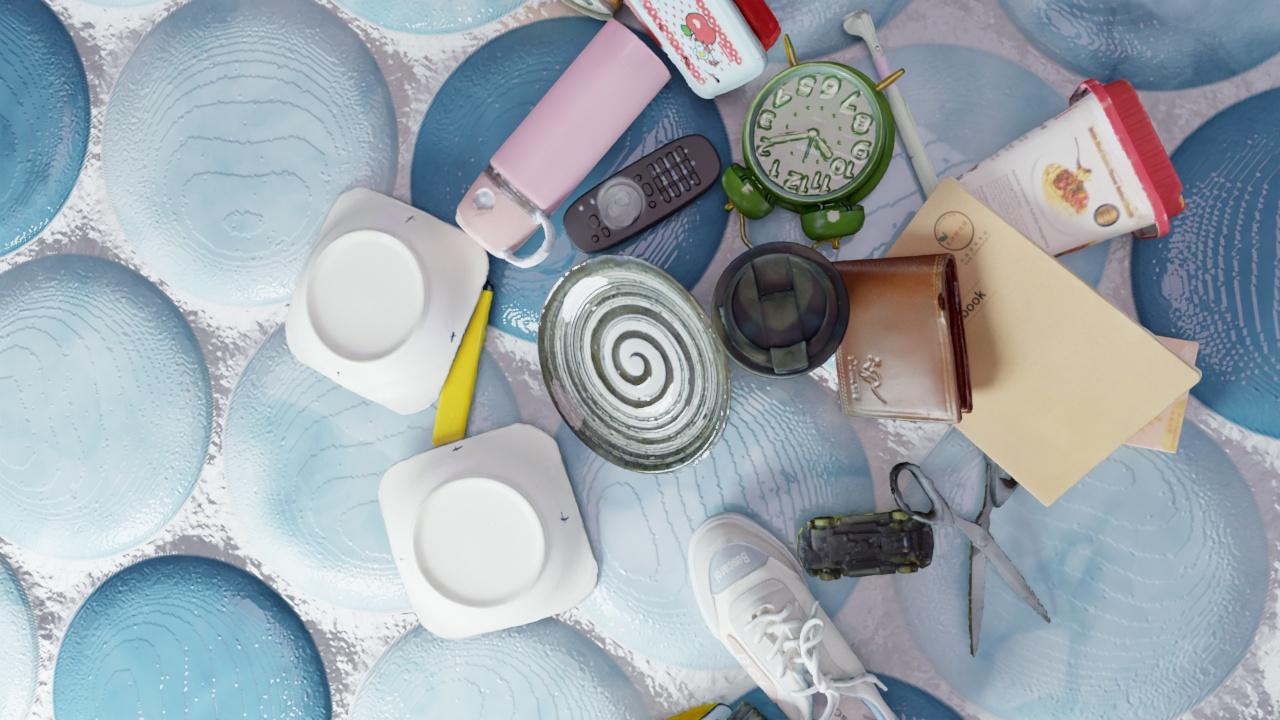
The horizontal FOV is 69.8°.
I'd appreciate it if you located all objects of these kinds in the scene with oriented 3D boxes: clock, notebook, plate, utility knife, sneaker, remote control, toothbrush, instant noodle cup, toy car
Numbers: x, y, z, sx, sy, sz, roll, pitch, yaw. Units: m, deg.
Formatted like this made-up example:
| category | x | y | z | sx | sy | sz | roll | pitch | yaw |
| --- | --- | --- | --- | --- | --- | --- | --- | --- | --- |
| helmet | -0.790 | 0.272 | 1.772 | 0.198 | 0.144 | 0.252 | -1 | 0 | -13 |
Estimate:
| category | x | y | z | sx | sy | sz | roll | pitch | yaw |
| --- | --- | --- | --- | --- | --- | --- | --- | --- | --- |
| clock | 0.126 | -0.153 | 0.696 | 0.116 | 0.056 | 0.161 | 21 | 102 | 13 |
| notebook | 0.254 | -0.011 | 0.651 | 0.207 | 0.008 | 0.148 | 44 | 131 | 16 |
| plate | -0.004 | 0.004 | 0.710 | 0.180 | 0.024 | 0.180 | 14 | 115 | 32 |
| utility knife | -0.157 | 0.033 | 0.767 | 0.033 | 0.015 | 0.223 | 13 | 93 | 12 |
| sneaker | 0.116 | 0.226 | 0.694 | 0.089 | 0.090 | 0.242 | -37 | 85 | 6 |
| plate | -0.219 | -0.052 | 0.757 | 0.164 | 0.034 | 0.163 | 24 | 95 | 15 |
| plate | -0.129 | 0.145 | 0.748 | 0.164 | 0.034 | 0.164 | -18 | 94 | 7 |
| remote control | 0.002 | -0.132 | 0.736 | 0.136 | 0.024 | 0.053 | -29 | 88 | 9 |
| toothbrush | 0.203 | -0.182 | 0.709 | 0.029 | 0.020 | 0.189 | -23 | 89 | -24 |
| instant noodle cup | 0.298 | -0.121 | 0.656 | 0.124 | 0.116 | 0.116 | -26 | 87 | 20 |
| toy car | 0.172 | 0.141 | 0.710 | 0.105 | 0.032 | 0.048 | -6 | 88 | 1 |

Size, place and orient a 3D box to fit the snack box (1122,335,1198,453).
| category | x | y | z | sx | sy | sz | roll | pitch | yaw |
| --- | --- | --- | --- | --- | --- | --- | --- | --- | --- |
| snack box | 0.325 | 0.013 | 0.691 | 0.157 | 0.026 | 0.084 | 10 | 93 | 8 |

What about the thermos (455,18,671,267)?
| category | x | y | z | sx | sy | sz | roll | pitch | yaw |
| --- | --- | --- | --- | --- | --- | --- | --- | --- | --- |
| thermos | -0.058 | -0.164 | 0.721 | 0.087 | 0.067 | 0.198 | 43 | 95 | 20 |

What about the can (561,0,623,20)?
| category | x | y | z | sx | sy | sz | roll | pitch | yaw |
| --- | --- | --- | --- | --- | --- | --- | --- | --- | --- |
| can | -0.017 | -0.347 | 0.718 | 0.058 | 0.058 | 0.146 | 24 | 94 | 7 |

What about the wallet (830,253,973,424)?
| category | x | y | z | sx | sy | sz | roll | pitch | yaw |
| --- | --- | --- | --- | --- | --- | --- | --- | --- | --- |
| wallet | 0.186 | -0.016 | 0.677 | 0.101 | 0.032 | 0.124 | 0 | 105 | 44 |

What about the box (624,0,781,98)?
| category | x | y | z | sx | sy | sz | roll | pitch | yaw |
| --- | --- | --- | --- | --- | --- | --- | --- | --- | --- |
| box | 0.026 | -0.291 | 0.657 | 0.095 | 0.100 | 0.201 | -41 | 108 | -3 |

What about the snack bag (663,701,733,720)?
| category | x | y | z | sx | sy | sz | roll | pitch | yaw |
| --- | --- | --- | --- | --- | --- | --- | --- | --- | --- |
| snack bag | 0.061 | 0.377 | 0.730 | 0.110 | 0.039 | 0.191 | -25 | 88 | -4 |

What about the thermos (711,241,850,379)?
| category | x | y | z | sx | sy | sz | roll | pitch | yaw |
| --- | --- | --- | --- | --- | --- | --- | --- | --- | --- |
| thermos | 0.100 | -0.033 | 0.664 | 0.093 | 0.143 | 0.093 | 0 | 90 | 7 |

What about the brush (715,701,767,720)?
| category | x | y | z | sx | sy | sz | roll | pitch | yaw |
| --- | --- | --- | --- | --- | --- | --- | --- | --- | --- |
| brush | 0.113 | 0.333 | 0.700 | 0.146 | 0.063 | 0.069 | 43 | 81 | -12 |

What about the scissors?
| category | x | y | z | sx | sy | sz | roll | pitch | yaw |
| --- | --- | --- | --- | --- | --- | --- | --- | --- | --- |
| scissors | 0.255 | 0.133 | 0.696 | 0.159 | 0.014 | 0.181 | 17 | 85 | -8 |
